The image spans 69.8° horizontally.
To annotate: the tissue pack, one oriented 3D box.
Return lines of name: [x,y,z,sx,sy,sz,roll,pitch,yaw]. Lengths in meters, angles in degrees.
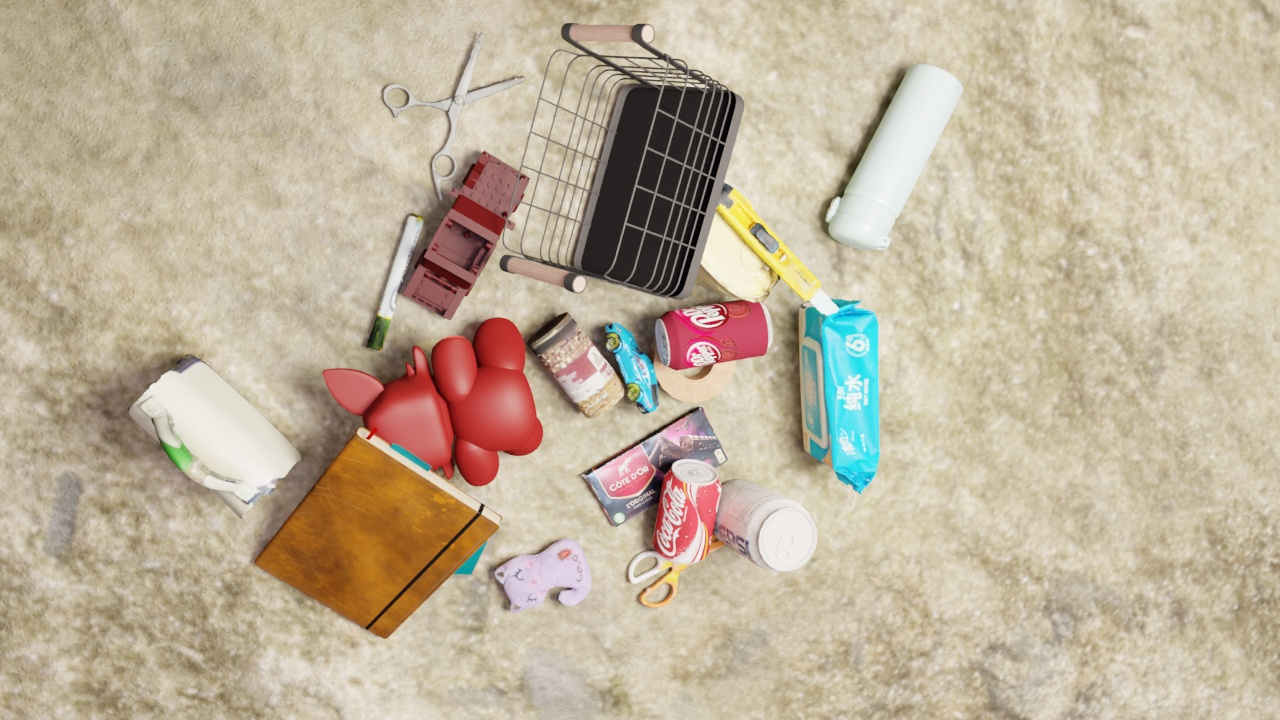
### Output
tissue pack: [0.219,0.034,1.013,0.066,0.117,0.209,-5,99,-6]

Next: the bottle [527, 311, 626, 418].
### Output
bottle: [-0.067,0.006,0.976,0.056,0.056,0.105,-39,104,-5]

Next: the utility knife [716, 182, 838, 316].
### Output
utility knife: [0.136,-0.106,0.907,0.175,0.017,0.030,44,86,-17]

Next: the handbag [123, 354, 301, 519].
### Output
handbag: [-0.407,0.081,0.851,0.074,0.176,0.151,-43,105,-2]

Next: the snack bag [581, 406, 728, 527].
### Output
snack bag: [0.019,0.119,1.033,0.155,0.018,0.074,-30,106,-5]

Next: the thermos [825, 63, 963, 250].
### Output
thermos: [0.279,-0.220,1.015,0.078,0.065,0.207,28,92,8]

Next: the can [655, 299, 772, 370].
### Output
can: [0.077,-0.028,0.969,0.114,0.063,0.063,-10,100,-11]

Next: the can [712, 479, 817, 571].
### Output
can: [0.131,0.179,1.001,0.078,0.136,0.078,-1,94,-17]

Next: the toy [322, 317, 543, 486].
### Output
toy: [-0.198,0.053,0.922,0.197,0.120,0.158,-16,112,-16]

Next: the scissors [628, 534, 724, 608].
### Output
scissors: [0.044,0.226,1.057,0.131,0.012,0.073,-37,101,-9]

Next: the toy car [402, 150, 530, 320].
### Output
toy car: [-0.176,-0.126,0.930,0.070,0.062,0.170,29,91,-15]

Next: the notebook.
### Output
notebook: [-0.255,0.181,0.916,0.178,0.014,0.250,36,121,-15]

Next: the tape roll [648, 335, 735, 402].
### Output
tape roll: [0.057,-0.001,1.017,0.094,0.027,0.094,-2,99,-12]

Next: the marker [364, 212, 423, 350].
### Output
marker: [-0.252,-0.080,0.943,0.017,0.017,0.146,18,94,-14]

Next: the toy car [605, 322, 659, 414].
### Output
toy car: [-0.006,0.006,0.983,0.032,0.048,0.105,-25,87,14]

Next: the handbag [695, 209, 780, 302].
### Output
handbag: [0.087,-0.113,0.961,0.111,0.119,0.081,44,85,-14]

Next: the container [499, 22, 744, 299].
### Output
container: [-0.024,-0.181,0.880,0.130,0.163,0.241,11,97,-48]

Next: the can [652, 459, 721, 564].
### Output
can: [0.051,0.167,1.010,0.064,0.064,0.105,3,114,-13]

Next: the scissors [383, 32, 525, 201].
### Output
scissors: [-0.189,-0.248,0.935,0.141,0.014,0.172,0,99,-9]

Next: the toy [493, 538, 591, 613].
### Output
toy: [-0.104,0.243,1.014,0.099,0.036,0.080,-23,101,-10]
